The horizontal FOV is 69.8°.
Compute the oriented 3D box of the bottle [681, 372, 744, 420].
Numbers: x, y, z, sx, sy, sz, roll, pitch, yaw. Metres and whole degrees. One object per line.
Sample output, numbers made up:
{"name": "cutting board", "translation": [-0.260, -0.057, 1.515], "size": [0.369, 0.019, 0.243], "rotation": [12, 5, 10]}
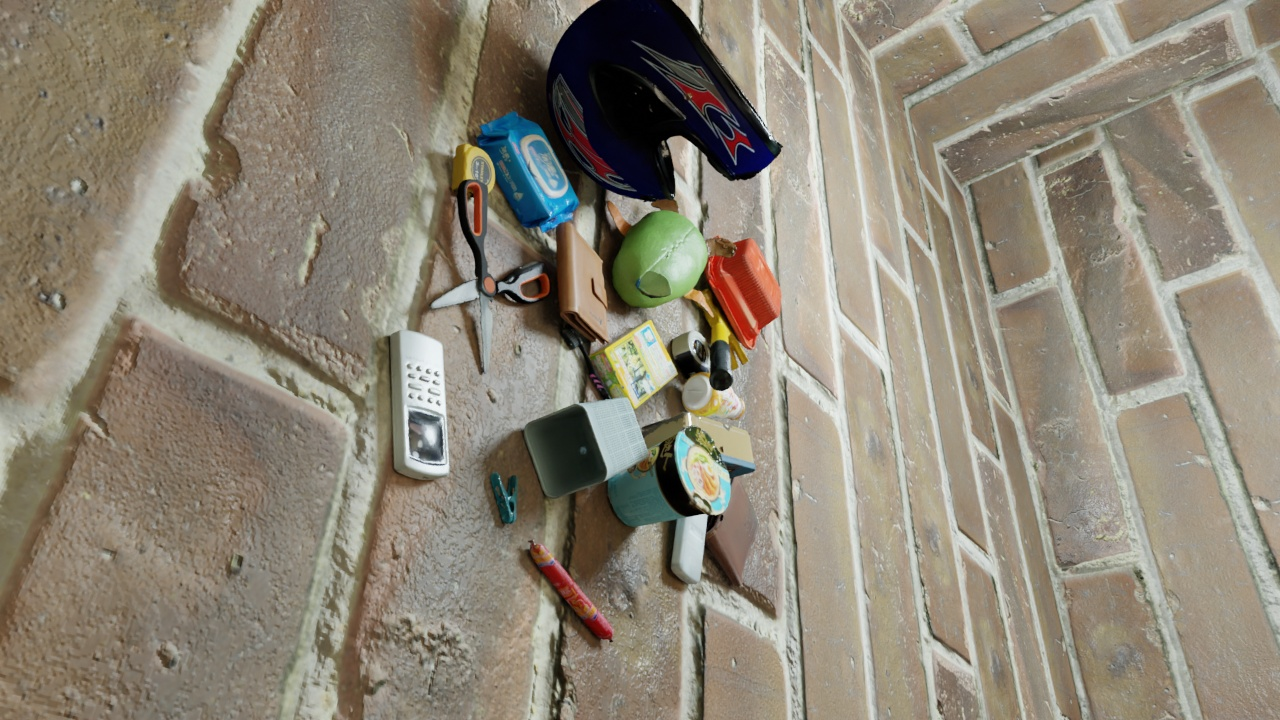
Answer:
{"name": "bottle", "translation": [0.109, 0.058, 1.332], "size": [0.108, 0.063, 0.063], "rotation": [24, 51, -48]}

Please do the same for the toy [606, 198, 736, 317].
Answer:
{"name": "toy", "translation": [0.034, -0.152, 1.329], "size": [0.227, 0.090, 0.245], "rotation": [43, 41, 0]}

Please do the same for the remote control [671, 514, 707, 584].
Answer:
{"name": "remote control", "translation": [0.065, 0.219, 1.191], "size": [0.056, 0.020, 0.135], "rotation": [46, 43, -44]}

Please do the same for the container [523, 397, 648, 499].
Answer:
{"name": "container", "translation": [-0.056, 0.094, 1.042], "size": [0.111, 0.090, 0.090], "rotation": [-11, 81, -60]}

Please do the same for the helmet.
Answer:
{"name": "helmet", "translation": [0.012, -0.338, 1.262], "size": [0.315, 0.241, 0.247], "rotation": [50, 15, -9]}

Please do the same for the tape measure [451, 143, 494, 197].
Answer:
{"name": "tape measure", "translation": [-0.200, -0.221, 1.083], "size": [0.057, 0.029, 0.060], "rotation": [13, 77, -56]}

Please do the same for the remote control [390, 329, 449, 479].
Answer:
{"name": "remote control", "translation": [-0.216, 0.043, 0.900], "size": [0.058, 0.021, 0.149], "rotation": [20, 54, -49]}

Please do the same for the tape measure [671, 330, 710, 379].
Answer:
{"name": "tape measure", "translation": [0.076, -0.010, 1.356], "size": [0.066, 0.034, 0.065], "rotation": [54, 32, -24]}

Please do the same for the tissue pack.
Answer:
{"name": "tissue pack", "translation": [-0.140, -0.240, 1.162], "size": [0.157, 0.052, 0.094], "rotation": [61, 32, -9]}

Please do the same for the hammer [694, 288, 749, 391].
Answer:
{"name": "hammer", "translation": [0.116, -0.016, 1.333], "size": [0.129, 0.033, 0.300], "rotation": [57, 13, -11]}

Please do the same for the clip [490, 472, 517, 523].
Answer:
{"name": "clip", "translation": [-0.140, 0.144, 0.957], "size": [0.034, 0.013, 0.054], "rotation": [20, 53, -49]}

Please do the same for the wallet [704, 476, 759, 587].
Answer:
{"name": "wallet", "translation": [0.127, 0.235, 1.274], "size": [0.101, 0.032, 0.124], "rotation": [61, 34, -24]}

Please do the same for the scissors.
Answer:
{"name": "scissors", "translation": [-0.172, -0.097, 1.045], "size": [0.220, 0.022, 0.234], "rotation": [3, 77, -60]}

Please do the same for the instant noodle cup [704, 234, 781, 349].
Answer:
{"name": "instant noodle cup", "translation": [0.172, -0.123, 1.505], "size": [0.164, 0.079, 0.188], "rotation": [58, 23, -19]}

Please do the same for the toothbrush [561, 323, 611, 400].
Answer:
{"name": "toothbrush", "translation": [-0.049, 0.038, 1.159], "size": [0.017, 0.014, 0.189], "rotation": [-40, 105, -47]}

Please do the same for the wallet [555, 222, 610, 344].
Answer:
{"name": "wallet", "translation": [-0.074, -0.095, 1.166], "size": [0.108, 0.031, 0.131], "rotation": [44, 36, -55]}

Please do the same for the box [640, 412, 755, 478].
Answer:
{"name": "box", "translation": [0.073, 0.118, 1.219], "size": [0.184, 0.090, 0.061], "rotation": [16, 59, -49]}

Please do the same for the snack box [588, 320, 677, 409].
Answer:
{"name": "snack box", "translation": [-0.007, 0.007, 1.223], "size": [0.087, 0.034, 0.140], "rotation": [63, 30, -6]}

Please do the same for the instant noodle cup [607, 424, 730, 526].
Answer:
{"name": "instant noodle cup", "translation": [0.028, 0.148, 1.101], "size": [0.111, 0.121, 0.111], "rotation": [36, 42, -41]}

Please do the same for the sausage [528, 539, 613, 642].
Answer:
{"name": "sausage", "translation": [-0.074, 0.249, 0.983], "size": [0.156, 0.020, 0.020], "rotation": [54, 34, -19]}
